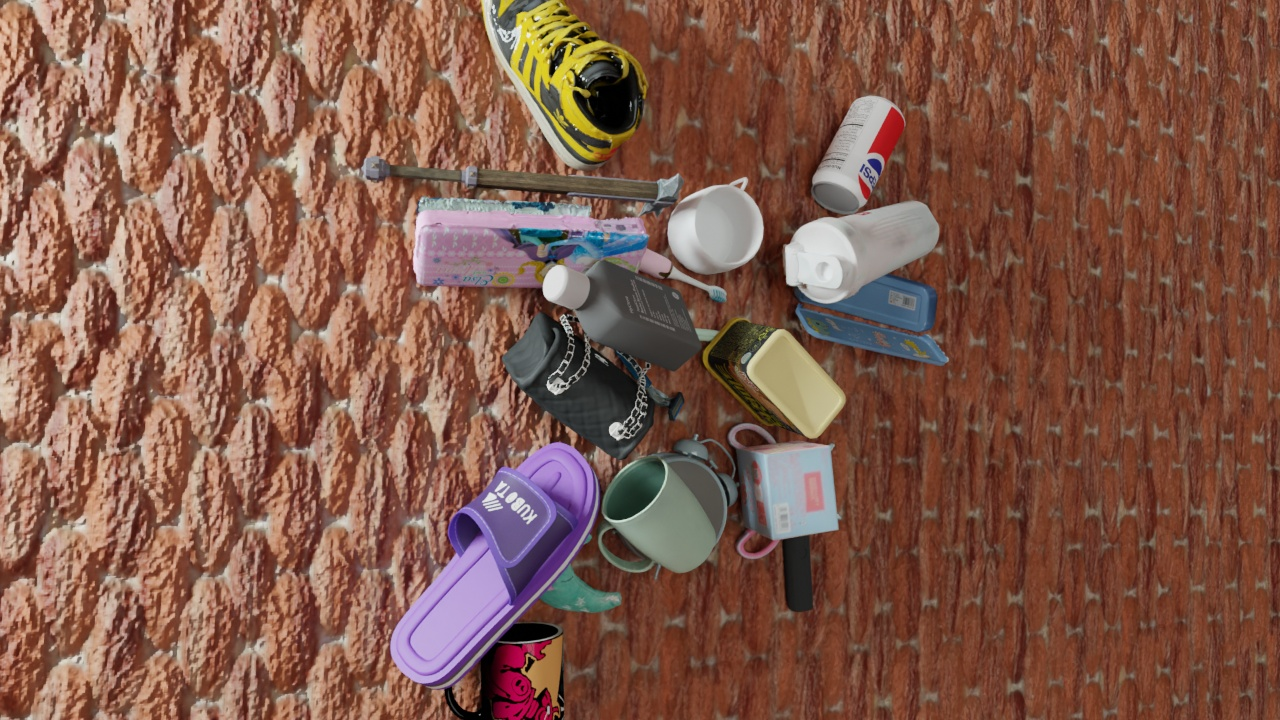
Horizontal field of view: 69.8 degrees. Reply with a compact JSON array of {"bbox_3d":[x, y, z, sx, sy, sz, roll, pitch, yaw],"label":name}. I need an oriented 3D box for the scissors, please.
[{"bbox_3d":[0.156,0.144,1.063,0.170,0.013,0.177,-44,96,-7],"label":"scissors"}]

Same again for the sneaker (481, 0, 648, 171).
[{"bbox_3d":[-0.078,-0.315,0.930,0.085,0.122,0.238,-33,102,-23],"label":"sneaker"}]

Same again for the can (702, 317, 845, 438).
[{"bbox_3d":[0.149,0.020,1.018,0.131,0.101,0.072,44,80,-22],"label":"can"}]

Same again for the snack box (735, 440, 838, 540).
[{"bbox_3d":[0.160,0.140,1.009,0.079,0.095,0.093,-6,90,-14],"label":"snack box"}]

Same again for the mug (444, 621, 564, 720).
[{"bbox_3d":[-0.135,0.319,0.909,0.118,0.082,0.098,-1,88,-3],"label":"mug"}]

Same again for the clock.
[{"bbox_3d":[0.043,0.154,1.007,0.159,0.045,0.122,-45,105,-17],"label":"clock"}]

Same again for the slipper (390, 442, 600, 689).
[{"bbox_3d":[-0.145,0.184,0.878,0.266,0.107,0.084,-51,146,-13],"label":"slipper"}]

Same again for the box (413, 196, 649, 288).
[{"bbox_3d":[-0.114,-0.122,0.934,0.230,0.085,0.070,-1,49,-19],"label":"box"}]

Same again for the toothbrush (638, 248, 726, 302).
[{"bbox_3d":[0.003,-0.111,1.009,0.222,0.027,0.026,22,46,-21],"label":"toothbrush"}]

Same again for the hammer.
[{"bbox_3d":[-0.115,-0.181,0.922,0.316,0.147,0.028,2,87,-13],"label":"hammer"}]

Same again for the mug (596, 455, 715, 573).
[{"bbox_3d":[0.011,0.169,0.932,0.111,0.084,0.104,-36,117,8],"label":"mug"}]

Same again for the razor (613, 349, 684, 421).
[{"bbox_3d":[-0.006,0.006,1.006,0.144,0.022,0.042,49,34,-10],"label":"razor"}]

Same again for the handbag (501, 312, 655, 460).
[{"bbox_3d":[-0.046,0.016,0.919,0.153,0.125,0.115,41,96,-19],"label":"handbag"}]

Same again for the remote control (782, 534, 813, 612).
[{"bbox_3d":[0.186,0.221,1.083,0.033,0.015,0.147,-3,89,-24],"label":"remote control"}]

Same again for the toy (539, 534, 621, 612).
[{"bbox_3d":[-0.074,0.221,0.940,0.085,0.033,0.105,-15,117,15],"label":"toy"}]

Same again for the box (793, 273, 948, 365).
[{"bbox_3d":[0.280,-0.056,1.123,0.209,0.043,0.124,11,62,-23],"label":"box"}]

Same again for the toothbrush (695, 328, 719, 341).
[{"bbox_3d":[0.100,-0.028,1.055,0.154,0.015,0.022,4,118,-23],"label":"toothbrush"}]

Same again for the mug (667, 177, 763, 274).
[{"bbox_3d":[0.087,-0.154,1.025,0.094,0.068,0.115,31,76,-20],"label":"mug"}]

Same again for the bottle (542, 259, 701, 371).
[{"bbox_3d":[-0.021,-0.053,0.925,0.173,0.046,0.083,19,40,-41],"label":"bottle"}]

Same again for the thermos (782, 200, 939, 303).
[{"bbox_3d":[0.258,-0.130,1.071,0.219,0.100,0.099,-21,97,-39],"label":"thermos"}]

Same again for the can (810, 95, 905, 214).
[{"bbox_3d":[0.262,-0.247,1.104,0.070,0.070,0.132,34,75,-19],"label":"can"}]
